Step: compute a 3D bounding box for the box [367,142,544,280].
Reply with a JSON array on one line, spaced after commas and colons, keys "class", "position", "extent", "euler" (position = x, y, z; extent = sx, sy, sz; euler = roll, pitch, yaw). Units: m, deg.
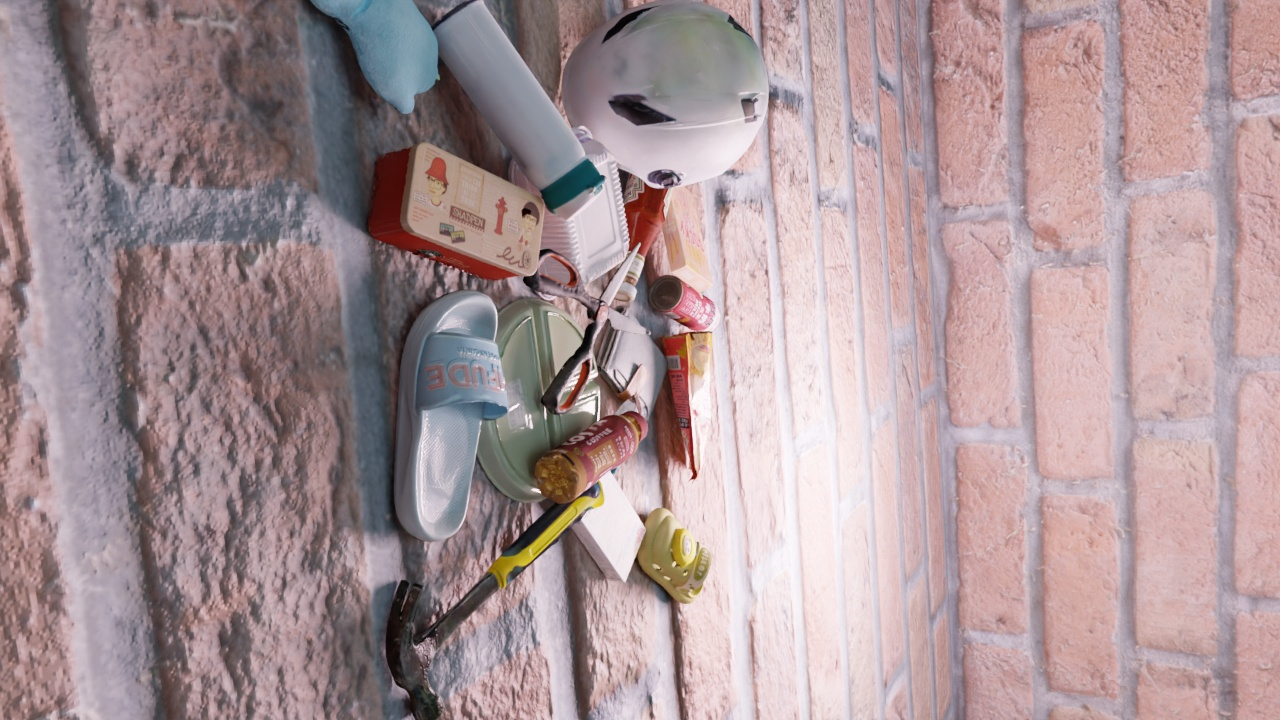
[{"class": "box", "position": [-0.179, -0.139, 0.884], "extent": [0.168, 0.078, 0.091], "euler": [18, 74, -52]}]

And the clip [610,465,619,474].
[{"class": "clip", "position": [-0.031, 0.120, 1.175], "extent": [0.046, 0.014, 0.056], "euler": [62, 38, -41]}]

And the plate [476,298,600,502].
[{"class": "plate", "position": [-0.110, 0.044, 1.030], "extent": [0.229, 0.028, 0.230], "euler": [6, 83, -59]}]

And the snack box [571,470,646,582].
[{"class": "snack box", "position": [-0.045, 0.196, 1.135], "extent": [0.157, 0.027, 0.084], "euler": [63, 39, -37]}]

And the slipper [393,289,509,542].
[{"class": "slipper", "position": [-0.175, 0.050, 0.872], "extent": [0.104, 0.074, 0.245], "euler": [22, 72, -57]}]

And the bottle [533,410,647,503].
[{"class": "bottle", "position": [-0.050, 0.103, 1.045], "extent": [0.174, 0.058, 0.057], "euler": [-31, 115, -56]}]

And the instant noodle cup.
[{"class": "instant noodle cup", "position": [-0.070, -0.164, 1.034], "extent": [0.137, 0.060, 0.174], "euler": [-38, 128, -41]}]

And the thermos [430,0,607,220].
[{"class": "thermos", "position": [-0.120, -0.243, 0.912], "extent": [0.224, 0.073, 0.073], "euler": [54, 40, -14]}]

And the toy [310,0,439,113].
[{"class": "toy", "position": [-0.232, -0.302, 0.811], "extent": [0.156, 0.050, 0.161], "euler": [14, 69, -51]}]

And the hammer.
[{"class": "hammer", "position": [-0.138, 0.212, 0.947], "extent": [0.322, 0.032, 0.126], "euler": [-40, 122, -47]}]

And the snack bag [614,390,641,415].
[{"class": "snack bag", "position": [-0.028, 0.087, 1.155], "extent": [0.104, 0.026, 0.048], "euler": [-49, 143, -27]}]

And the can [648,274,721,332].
[{"class": "can", "position": [0.066, -0.078, 1.309], "extent": [0.132, 0.053, 0.053], "euler": [25, 68, -57]}]

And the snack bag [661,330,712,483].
[{"class": "snack bag", "position": [0.072, 0.063, 1.294], "extent": [0.128, 0.073, 0.208], "euler": [-46, 133, -85]}]

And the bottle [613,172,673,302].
[{"class": "bottle", "position": [-0.002, -0.175, 1.195], "extent": [0.059, 0.060, 0.205], "euler": [39, 60, -53]}]

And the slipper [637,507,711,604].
[{"class": "slipper", "position": [0.062, 0.272, 1.266], "extent": [0.190, 0.082, 0.091], "euler": [59, 39, -44]}]

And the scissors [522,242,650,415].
[{"class": "scissors", "position": [-0.056, -0.043, 1.023], "extent": [0.230, 0.022, 0.221], "euler": [24, 83, -52]}]

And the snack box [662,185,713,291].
[{"class": "snack box", "position": [0.058, -0.181, 1.279], "extent": [0.084, 0.026, 0.157], "euler": [27, 46, -56]}]

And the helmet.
[{"class": "helmet", "position": [0.050, -0.334, 1.101], "extent": [0.258, 0.146, 0.229], "euler": [-3, 81, -31]}]

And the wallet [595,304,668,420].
[{"class": "wallet", "position": [-0.007, 0.007, 1.198], "extent": [0.130, 0.037, 0.106], "euler": [52, 45, -45]}]
